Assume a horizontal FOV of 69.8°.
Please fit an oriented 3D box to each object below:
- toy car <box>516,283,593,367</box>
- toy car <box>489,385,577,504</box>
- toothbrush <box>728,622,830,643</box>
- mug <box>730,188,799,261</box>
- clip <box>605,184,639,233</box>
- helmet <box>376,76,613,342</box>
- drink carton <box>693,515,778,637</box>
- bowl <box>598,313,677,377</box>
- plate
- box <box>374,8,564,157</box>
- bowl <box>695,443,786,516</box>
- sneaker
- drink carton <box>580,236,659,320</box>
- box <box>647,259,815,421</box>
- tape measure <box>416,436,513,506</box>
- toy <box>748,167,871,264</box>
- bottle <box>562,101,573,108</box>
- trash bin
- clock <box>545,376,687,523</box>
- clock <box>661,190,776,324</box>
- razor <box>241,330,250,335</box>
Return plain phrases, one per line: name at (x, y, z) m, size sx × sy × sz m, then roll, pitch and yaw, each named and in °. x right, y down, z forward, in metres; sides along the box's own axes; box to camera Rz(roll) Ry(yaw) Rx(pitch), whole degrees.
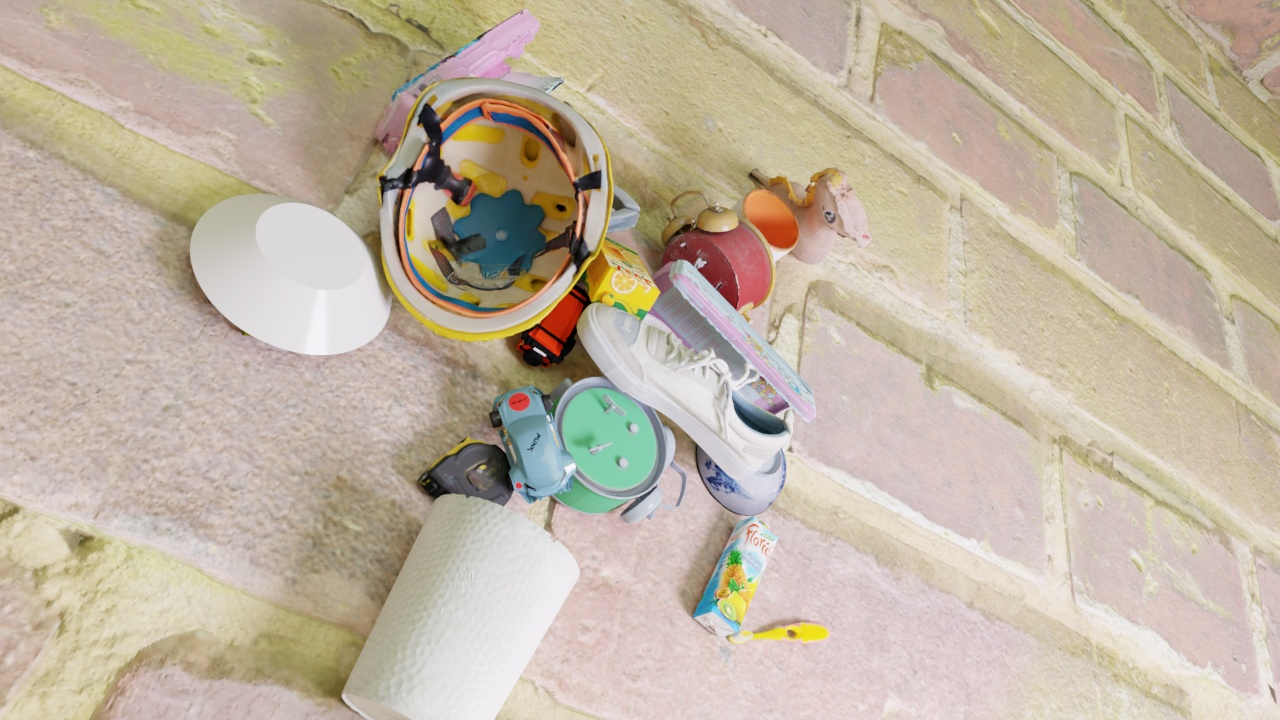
toy car at (-0.087, -0.038, 0.922) m, size 0.051 × 0.049 × 0.100 m, roll 36°, pitch 50°, yaw -14°
toy car at (-0.096, 0.068, 0.805) m, size 0.060 × 0.028 × 0.107 m, roll -17°, pitch 69°, yaw -12°
toothbrush at (0.147, 0.280, 0.939) m, size 0.135 × 0.016 × 0.021 m, roll 8°, pitch 57°, yaw -32°
mug at (0.123, -0.141, 1.088) m, size 0.082 × 0.106 × 0.082 m, roll 16°, pitch 58°, yaw -28°
clip at (-0.084, -0.168, 0.975) m, size 0.162 × 0.027 × 0.090 m, roll 22°, pitch 53°, yaw 5°
helmet at (-0.134, -0.134, 0.874) m, size 0.209 × 0.139 × 0.240 m, roll 20°, pitch 91°, yaw 1°
drink carton at (0.097, 0.215, 0.923) m, size 0.044 × 0.039 × 0.128 m, roll 42°, pitch 49°, yaw -10°
bowl at (-0.006, 0.006, 0.961) m, size 0.109 × 0.041 × 0.109 m, roll 17°, pitch 57°, yaw -28°
plate at (-0.289, -0.087, 0.791) m, size 0.174 × 0.036 × 0.173 m, roll 25°, pitch 43°, yaw -26°
box at (-0.168, -0.276, 0.968) m, size 0.090 × 0.085 × 0.229 m, roll 43°, pitch 49°, yaw -7°
bowl at (0.119, 0.107, 0.992) m, size 0.114 × 0.045 × 0.114 m, roll 16°, pitch 58°, yaw -28°
sneaker at (0.051, 0.013, 0.894) m, size 0.242 × 0.091 × 0.089 m, roll 40°, pitch 29°, yaw -14°
drink carton at (-0.026, -0.087, 0.956) m, size 0.058 × 0.041 × 0.122 m, roll 24°, pitch 20°, yaw -23°
box at (0.096, -0.019, 0.979) m, size 0.214 × 0.140 × 0.062 m, roll 44°, pitch 76°, yaw -12°
tape measure at (-0.148, 0.105, 0.809) m, size 0.071 × 0.042 × 0.072 m, roll 44°, pitch 46°, yaw -3°
toy at (0.196, -0.191, 1.099) m, size 0.065 × 0.264 × 0.196 m, roll -35°, pitch 81°, yaw -2°
bottle at (-0.078, -0.242, 1.046) m, size 0.036 × 0.036 × 0.110 m, roll -11°, pitch 73°, yaw -38°
trash bin at (-0.140, 0.207, 0.707) m, size 0.133 × 0.134 × 0.161 m, roll 36°, pitch 55°, yaw -14°
clock at (-0.022, 0.090, 0.881) m, size 0.161 × 0.076 × 0.121 m, roll 31°, pitch 51°, yaw -17°
clock at (0.074, -0.111, 1.025) m, size 0.081 × 0.117 × 0.159 m, roll -31°, pitch 106°, yaw -38°
razor at (-0.324, -0.069, 0.792) m, size 0.042 × 0.026 × 0.105 m, roll 0°, pitch 62°, yaw -33°
